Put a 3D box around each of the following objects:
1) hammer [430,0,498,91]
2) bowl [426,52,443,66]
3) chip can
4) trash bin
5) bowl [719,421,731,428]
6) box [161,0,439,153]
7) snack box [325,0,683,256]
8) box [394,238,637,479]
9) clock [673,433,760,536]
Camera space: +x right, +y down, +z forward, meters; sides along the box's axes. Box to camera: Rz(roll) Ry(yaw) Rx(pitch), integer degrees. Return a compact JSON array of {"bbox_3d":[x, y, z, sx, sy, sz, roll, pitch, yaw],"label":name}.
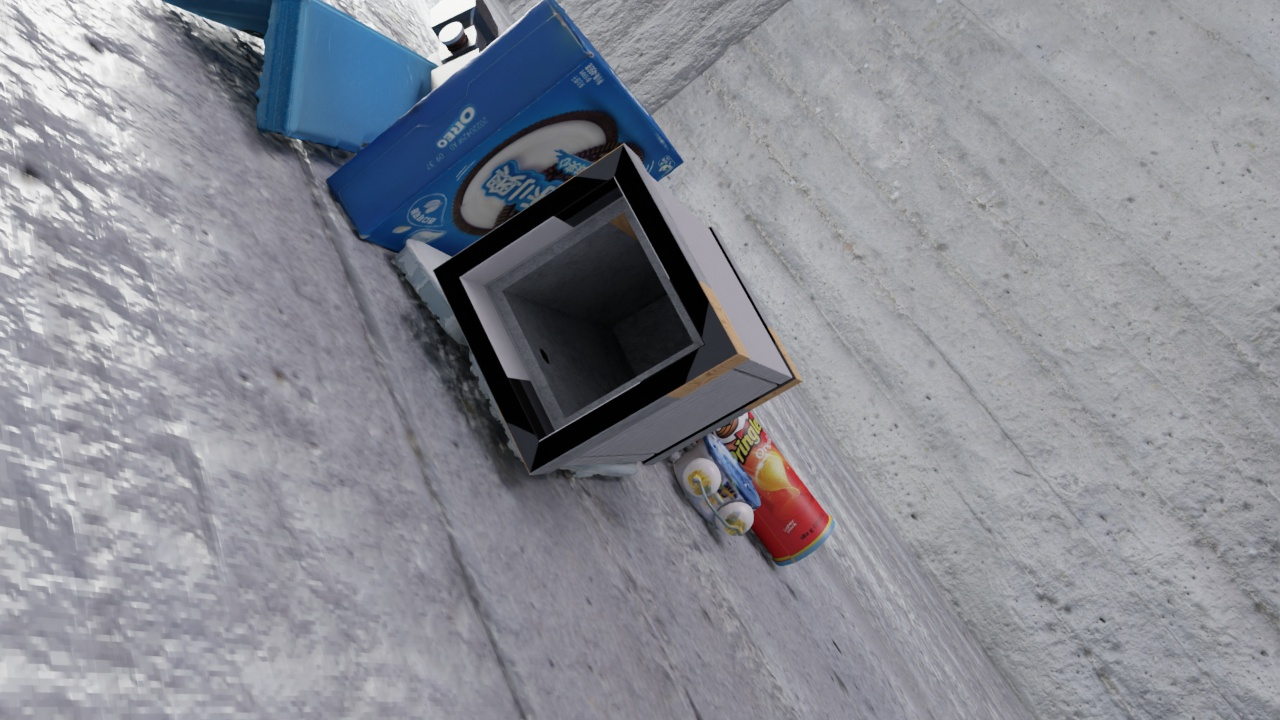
[{"bbox_3d":[-0.092,-0.176,0.858,0.322,0.043,0.155,56,18,-48],"label":"hammer"},{"bbox_3d":[-0.171,-0.222,0.934,0.176,0.066,0.176,50,11,-14],"label":"bowl"},{"bbox_3d":[0.117,0.116,1.006,0.213,0.087,0.087,53,11,-5],"label":"chip can"},{"bbox_3d":[0.001,-0.020,0.651,0.142,0.143,0.246,63,14,13],"label":"trash bin"},{"bbox_3d":[0.038,0.034,0.908,0.110,0.055,0.110,48,15,-18],"label":"bowl"},{"bbox_3d":[-0.240,-0.203,0.674,0.112,0.094,0.231,11,9,8],"label":"box"},{"bbox_3d":[-0.087,-0.145,0.694,0.056,0.196,0.238,58,12,13],"label":"snack box"},{"bbox_3d":[-0.081,0.003,0.681,0.191,0.045,0.209,57,12,22],"label":"box"},{"bbox_3d":[0.075,0.123,0.896,0.089,0.052,0.125,51,11,-9],"label":"clock"}]
